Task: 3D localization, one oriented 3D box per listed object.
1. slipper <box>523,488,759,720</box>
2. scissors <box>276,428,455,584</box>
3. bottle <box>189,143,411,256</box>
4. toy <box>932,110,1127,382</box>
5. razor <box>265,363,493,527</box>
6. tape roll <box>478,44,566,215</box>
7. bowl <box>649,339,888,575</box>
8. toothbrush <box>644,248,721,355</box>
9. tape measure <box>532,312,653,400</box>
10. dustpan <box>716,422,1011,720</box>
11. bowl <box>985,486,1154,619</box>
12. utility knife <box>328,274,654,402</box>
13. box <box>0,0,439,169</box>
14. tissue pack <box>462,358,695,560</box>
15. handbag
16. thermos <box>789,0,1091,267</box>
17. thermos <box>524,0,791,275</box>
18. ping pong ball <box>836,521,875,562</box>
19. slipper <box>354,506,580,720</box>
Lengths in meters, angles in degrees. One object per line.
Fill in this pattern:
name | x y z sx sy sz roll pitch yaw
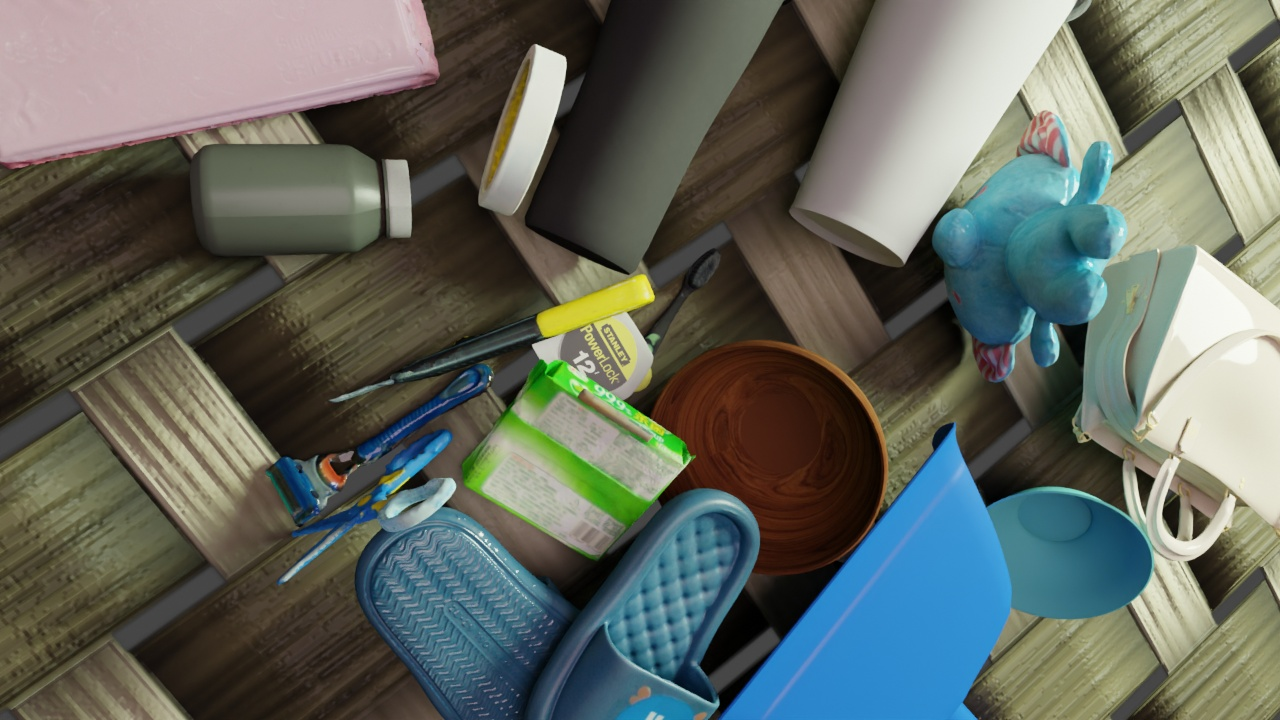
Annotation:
slipper | 0.004 0.173 0.524 0.103 0.059 0.213 29 88 -32
scissors | -0.145 0.081 0.504 0.125 0.125 0.016 -43 112 -27
bottle | -0.182 -0.087 0.500 0.108 0.060 0.060 -4 94 -17
toy | 0.241 -0.068 0.582 0.115 0.180 0.183 12 104 5
razor | -0.146 0.045 0.540 0.140 0.018 0.044 -32 66 -15
tape roll | -0.068 -0.129 0.516 0.019 0.094 0.094 17 88 -18
bowl | 0.083 0.053 0.578 0.147 0.068 0.147 6 106 20
toothbrush | -0.003 0.003 0.586 0.014 0.017 0.188 37 83 -10
tape measure | -0.029 -0.001 0.568 0.065 0.017 0.064 -30 93 -6
dustpan | 0.186 0.211 0.618 0.245 0.059 0.257 -47 112 -12
bowl | 0.297 0.126 0.659 0.121 0.121 0.046 49 38 -14
utility knife | -0.086 -0.010 0.539 0.197 0.029 0.020 -21 88 -6
box | -0.233 -0.172 0.495 0.232 0.041 0.098 -18 106 -16
tissue pack | -0.037 0.061 0.549 0.114 0.034 0.100 35 112 -15
handbag | 0.398 0.049 0.656 0.194 0.101 0.197 30 72 -19
thermos | 0.183 -0.177 0.585 0.131 0.131 0.222 27 92 -17
thermos | 0.009 -0.164 0.540 0.105 0.106 0.218 25 90 -17
ping pong ball | 0.140 0.117 0.624 0.040 0.040 0.040 -1 93 -18
slipper | -0.087 0.168 0.547 0.103 0.059 0.214 -42 118 -7
